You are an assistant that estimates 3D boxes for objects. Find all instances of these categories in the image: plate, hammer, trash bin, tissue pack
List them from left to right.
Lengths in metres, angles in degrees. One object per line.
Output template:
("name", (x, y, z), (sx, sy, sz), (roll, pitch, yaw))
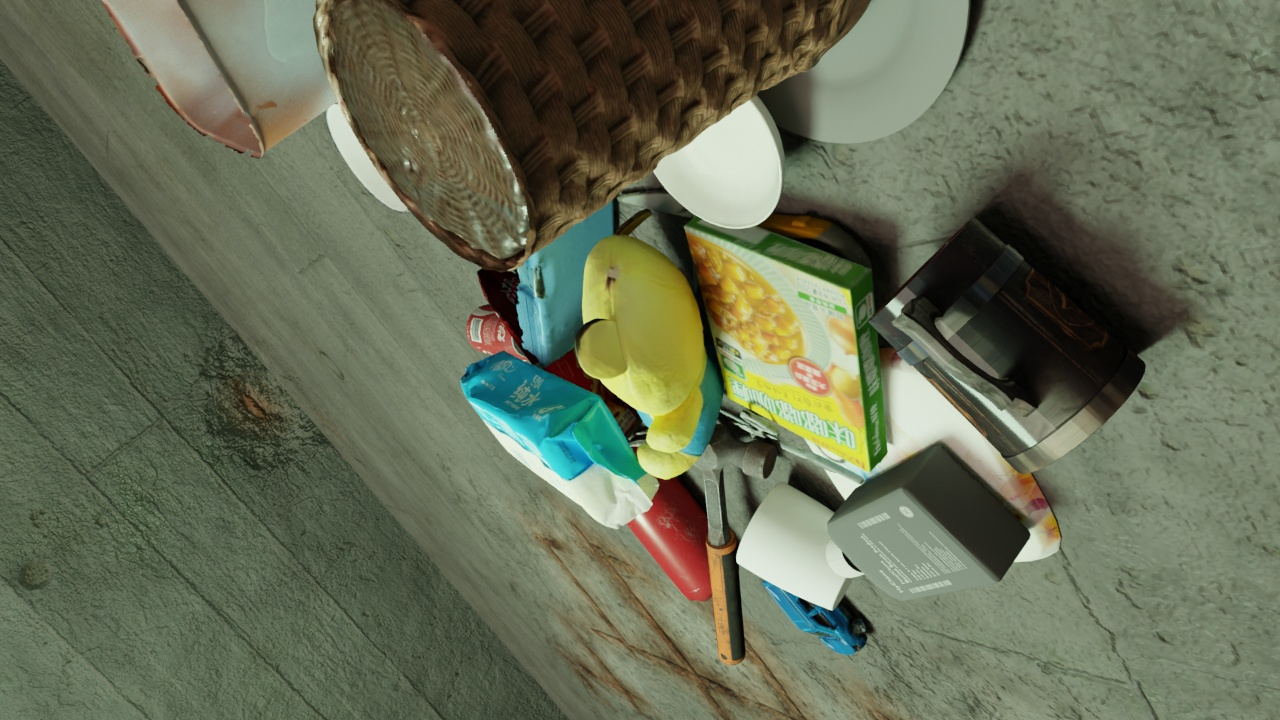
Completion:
("trash bin", (-0.337, -0.322, 0.725), (0.182, 0.157, 0.260), (25, 149, 39))
("tissue pack", (-0.076, 0.062, 0.786), (0.209, 0.066, 0.117), (21, 150, 53))
("trash bin", (-0.018, -0.148, 0.384), (0.151, 0.209, 0.151), (37, 153, 22))
("hammer", (0.067, 0.185, 0.891), (0.138, 0.034, 0.315), (14, 132, 28))
("plate", (0.045, -0.126, 0.526), (0.104, 0.026, 0.104), (34, 149, 24))
("plate", (0.078, -0.186, 0.442), (0.178, 0.012, 0.179), (36, 153, 21))
("plate", (0.186, 0.071, 0.649), (0.187, 0.016, 0.187), (55, 154, -17))

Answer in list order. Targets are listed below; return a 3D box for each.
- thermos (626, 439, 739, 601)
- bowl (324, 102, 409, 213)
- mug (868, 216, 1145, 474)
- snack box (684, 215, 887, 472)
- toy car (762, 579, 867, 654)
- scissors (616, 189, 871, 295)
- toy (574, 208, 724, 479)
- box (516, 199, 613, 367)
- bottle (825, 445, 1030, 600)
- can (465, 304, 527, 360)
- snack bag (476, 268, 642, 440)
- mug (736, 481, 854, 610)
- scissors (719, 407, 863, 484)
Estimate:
("thermos", (0.011, 0.147, 0.968), (0.240, 0.073, 0.073), (53, 155, -12))
("bowl", (-0.222, -0.199, 0.832), (0.116, 0.065, 0.116), (36, 154, 21))
("mug", (0.173, -0.004, 0.449), (0.107, 0.115, 0.080), (45, 121, 7))
("snack box", (0.098, -0.012, 0.609), (0.132, 0.027, 0.168), (28, 150, 39))
("toy car", (0.168, 0.241, 0.897), (0.120, 0.043, 0.056), (47, 155, -1))
("scissors", (0.048, -0.112, 0.596), (0.225, 0.016, 0.229), (22, 146, 44))
("toy", (0.012, -0.009, 0.670), (0.214, 0.084, 0.148), (66, -167, -56))
("box", (-0.085, -0.111, 0.723), (0.112, 0.094, 0.232), (39, 155, 23))
("bottle", (0.184, 0.125, 0.652), (0.084, 0.046, 0.174), (45, 155, 5))
("can", (-0.141, -0.030, 0.969), (0.097, 0.053, 0.054), (11, 138, 52))
("snack bag", (-0.084, -0.005, 0.871), (0.208, 0.067, 0.138), (48, -169, -9))
("mug", (0.145, 0.162, 0.793), (0.088, 0.081, 0.114), (28, -179, 22))
("scissors", (0.107, 0.063, 0.730), (0.147, 0.014, 0.141), (30, 175, 10))
